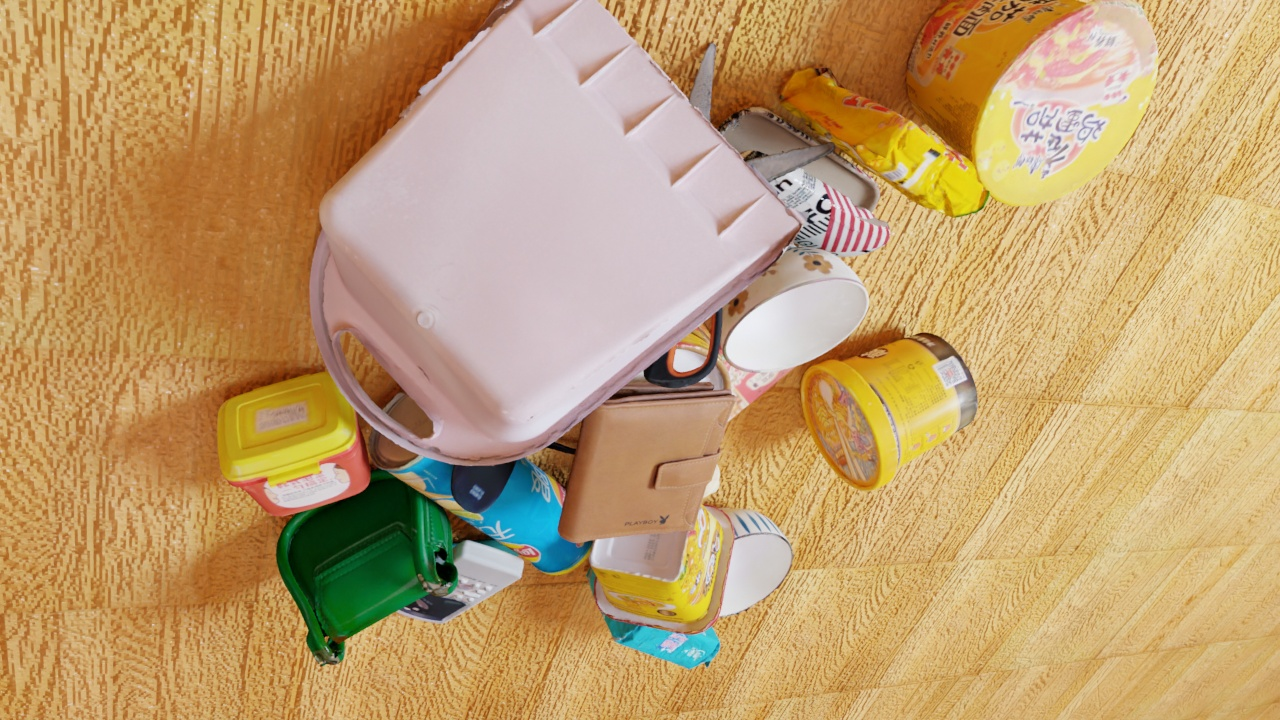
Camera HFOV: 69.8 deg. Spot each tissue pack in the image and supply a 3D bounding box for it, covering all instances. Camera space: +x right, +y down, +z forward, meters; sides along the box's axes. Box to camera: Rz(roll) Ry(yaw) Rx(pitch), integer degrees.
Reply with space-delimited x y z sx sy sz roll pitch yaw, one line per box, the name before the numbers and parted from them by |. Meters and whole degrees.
tissue pack | 0.015 0.243 0.892 0.050 0.093 0.133 -46 129 11

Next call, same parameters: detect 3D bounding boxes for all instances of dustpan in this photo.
dustpan | -0.080 -0.068 0.573 0.273 0.139 0.222 -40 90 -13

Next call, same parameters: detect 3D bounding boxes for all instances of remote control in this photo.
remote control | -0.101 0.044 0.663 0.024 0.136 0.053 -5 148 32
remote control | -0.160 0.192 0.780 0.058 0.021 0.150 26 138 -26

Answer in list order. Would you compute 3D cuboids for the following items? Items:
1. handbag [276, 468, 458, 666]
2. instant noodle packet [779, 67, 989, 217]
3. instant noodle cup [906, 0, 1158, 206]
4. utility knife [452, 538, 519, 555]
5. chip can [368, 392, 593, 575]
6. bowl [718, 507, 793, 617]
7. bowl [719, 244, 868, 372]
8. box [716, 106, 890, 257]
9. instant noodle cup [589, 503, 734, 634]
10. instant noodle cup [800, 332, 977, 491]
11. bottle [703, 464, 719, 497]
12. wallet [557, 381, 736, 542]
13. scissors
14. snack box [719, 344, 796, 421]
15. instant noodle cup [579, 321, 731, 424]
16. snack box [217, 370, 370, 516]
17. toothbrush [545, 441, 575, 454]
handbag | -0.207 0.155 0.705 0.131 0.120 0.068 -31 138 -1
instant noodle packet | 0.162 -0.148 0.618 0.110 0.128 0.044 20 112 -34
instant noodle cup | 0.261 -0.193 0.637 0.138 0.109 0.138 -12 131 -14
utility knife | -0.168 0.169 0.806 0.166 0.013 0.029 -5 126 -17
chip can | -0.116 0.100 0.723 0.071 0.071 0.210 -36 136 7
bowl | 0.083 0.187 0.895 0.116 0.066 0.117 -13 130 -16
bowl | 0.106 -0.047 0.685 0.113 0.062 0.114 -14 151 -8
box | 0.113 -0.131 0.671 0.163 0.082 0.075 17 154 -36
instant noodle cup | 0.013 0.160 0.777 0.116 0.116 0.124 8 156 15
instant noodle cup | 0.221 0.038 0.807 0.114 0.118 0.119 -23 133 -15
bottle | 0.026 0.086 0.796 0.067 0.066 0.149 -41 139 11
wallet | 0.003 0.073 0.644 0.107 0.031 0.132 -1 128 -21
scissors | 0.013 -0.095 0.601 0.221 0.233 0.021 2 175 10
snack box | 0.090 -0.004 0.771 0.153 0.025 0.075 -40 131 10
instant noodle cup | -0.004 0.004 0.680 0.137 0.108 0.138 -12 131 -14
snack box | -0.239 0.063 0.646 0.091 0.082 0.080 -16 141 -9
toothbrush | -0.103 0.061 0.749 0.189 0.016 0.014 14 129 -29
